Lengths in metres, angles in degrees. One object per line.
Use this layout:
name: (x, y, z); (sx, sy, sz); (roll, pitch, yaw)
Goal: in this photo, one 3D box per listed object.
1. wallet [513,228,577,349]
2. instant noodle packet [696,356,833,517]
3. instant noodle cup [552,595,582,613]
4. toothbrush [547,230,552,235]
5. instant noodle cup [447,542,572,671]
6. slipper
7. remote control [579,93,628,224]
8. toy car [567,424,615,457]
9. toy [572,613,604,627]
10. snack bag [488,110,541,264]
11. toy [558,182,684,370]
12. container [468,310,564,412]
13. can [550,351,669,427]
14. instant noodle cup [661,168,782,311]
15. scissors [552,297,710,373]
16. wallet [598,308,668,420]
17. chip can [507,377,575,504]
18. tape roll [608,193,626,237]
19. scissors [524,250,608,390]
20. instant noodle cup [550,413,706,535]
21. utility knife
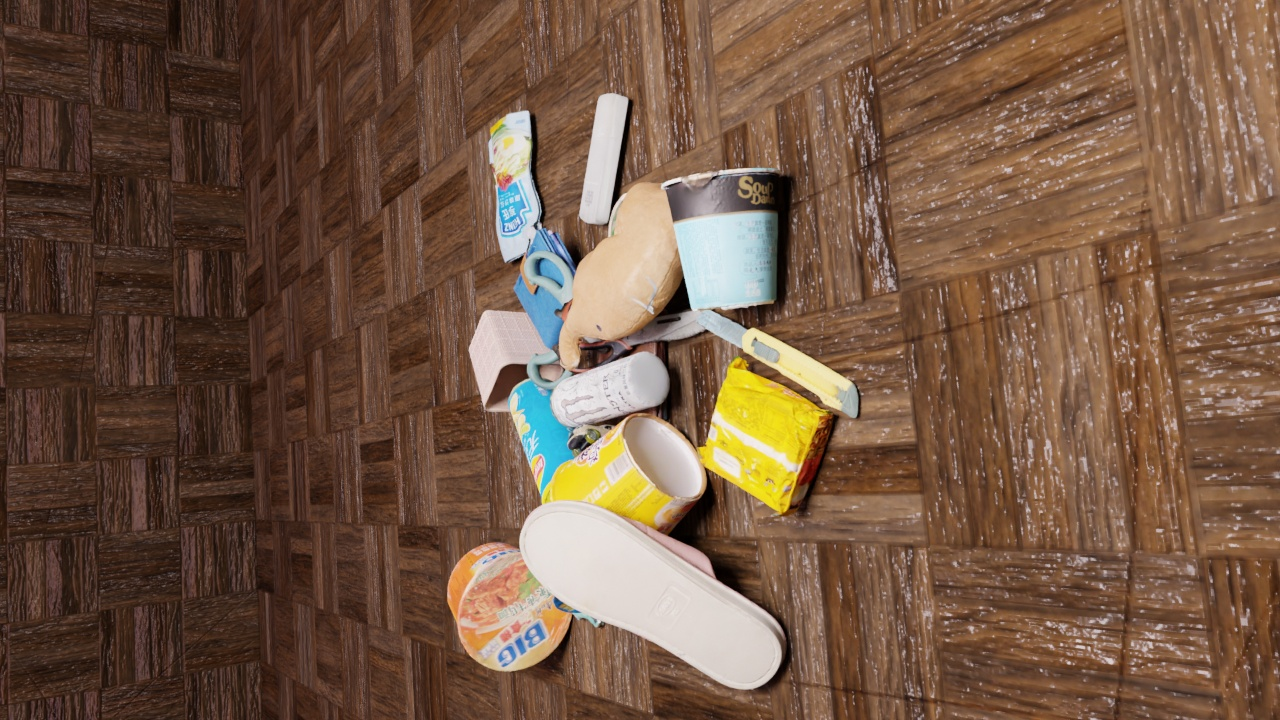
wallet: (-0.115, -0.089, 1.148); (0.106, 0.040, 0.133); (60, 147, 18)
instant noodle packet: (0.111, 0.069, 0.839); (0.128, 0.044, 0.111); (33, 111, 46)
instant noodle cup: (-0.064, 0.220, 1.062); (0.099, 0.099, 0.109); (-59, 37, 37)
toothbrush: (-0.080, -0.103, 1.136); (0.029, 0.021, 0.189); (-53, 48, 17)
instant noodle cup: (-0.176, 0.306, 1.180); (0.111, 0.151, 0.151); (9, 98, 64)
slipper: (0.012, 0.215, 0.871); (0.274, 0.054, 0.114); (27, 109, 8)
remote control: (-0.042, -0.234, 1.072); (0.058, 0.021, 0.150); (31, 114, 62)
toy car: (-0.037, 0.092, 1.016); (0.042, 0.090, 0.035); (-53, 34, 41)
toy: (-0.072, 0.280, 1.124); (0.096, 0.030, 0.092); (34, 123, 42)
snack bag: (-0.172, -0.235, 1.256); (0.111, 0.038, 0.191); (-13, 80, 44)
toy: (-0.019, -0.081, 0.943); (0.226, 0.082, 0.143); (-56, 29, 6)
container: (-0.169, -0.002, 1.210); (0.090, 0.090, 0.111); (-62, 40, 35)
can: (-0.035, 0.034, 0.989); (0.147, 0.058, 0.058); (-19, 75, 48)
instant noodle cup: (0.079, -0.107, 0.840); (0.111, 0.111, 0.120); (0, 96, 56)
scissors: (-0.014, -0.043, 0.991); (0.192, 0.015, 0.207); (51, 122, 24)
wallet: (-0.006, 0.006, 1.023); (0.101, 0.032, 0.124); (0, 90, 53)
chip can: (-0.104, 0.101, 1.093); (0.210, 0.071, 0.071); (-122, 44, -54)
tape roll: (-0.009, -0.147, 1.038); (0.086, 0.013, 0.086); (2, 92, 55)
scissors: (-0.101, -0.037, 1.092); (0.170, 0.019, 0.180); (46, 125, 29)
instant noodle cup: (-0.007, 0.127, 0.938); (0.110, 0.137, 0.138); (-47, 52, 29)
utility knife: (0.122, -0.005, 0.845); (0.219, 0.022, 0.031); (37, 111, 51)
